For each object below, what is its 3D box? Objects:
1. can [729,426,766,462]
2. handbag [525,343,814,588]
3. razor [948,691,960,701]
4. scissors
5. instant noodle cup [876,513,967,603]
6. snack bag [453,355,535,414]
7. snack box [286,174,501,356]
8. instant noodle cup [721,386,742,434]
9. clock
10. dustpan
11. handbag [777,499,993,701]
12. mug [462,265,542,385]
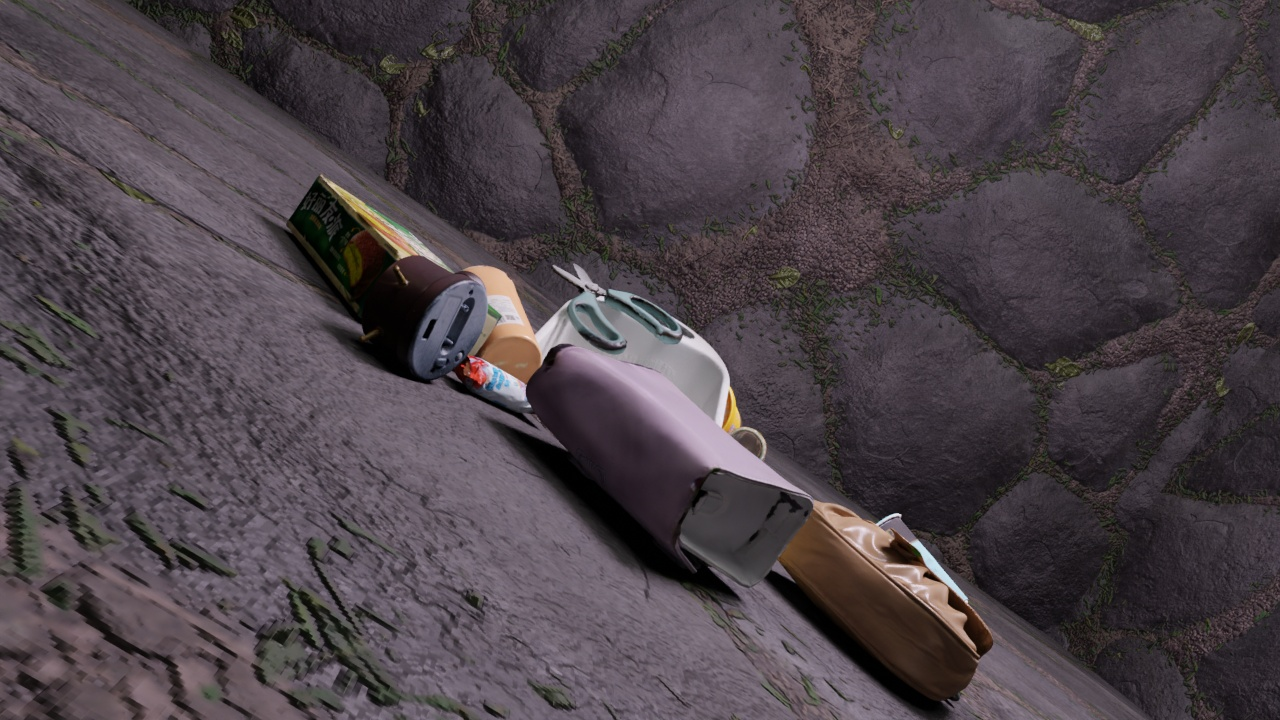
[{"bbox_3d":[0.143,0.135,1.274,0.058,0.058,0.147,36,-10,14],"label":"can"},{"bbox_3d":[0.014,0.074,0.696,0.197,0.098,0.145,39,3,42],"label":"handbag"},{"bbox_3d":[0.273,0.291,0.896,0.142,0.022,0.043,-119,-162,-76],"label":"razor"},{"bbox_3d":[-0.041,-0.054,1.005,0.174,0.019,0.176,32,30,8],"label":"scissors"},{"bbox_3d":[0.293,0.253,1.025,0.120,0.111,0.111,47,9,30],"label":"instant noodle cup"},{"bbox_3d":[-0.117,0.022,0.761,0.045,0.026,0.105,33,-2,43],"label":"snack bag"},{"bbox_3d":[-0.230,-0.083,0.831,0.114,0.063,0.240,33,3,-42],"label":"snack box"},{"bbox_3d":[0.089,0.082,1.326,0.118,0.118,0.114,36,-4,27],"label":"instant noodle cup"},{"bbox_3d":[-0.153,-0.031,0.680,0.055,0.082,0.121,29,8,19],"label":"clock"},{"bbox_3d":[-0.006,0.006,0.965,0.222,0.142,0.258,26,0,0],"label":"dustpan"},{"bbox_3d":[0.215,0.206,0.816,0.147,0.100,0.204,37,4,-47],"label":"handbag"},{"bbox_3d":[-0.136,-0.028,0.848,0.078,0.078,0.122,33,12,-37],"label":"mug"}]
